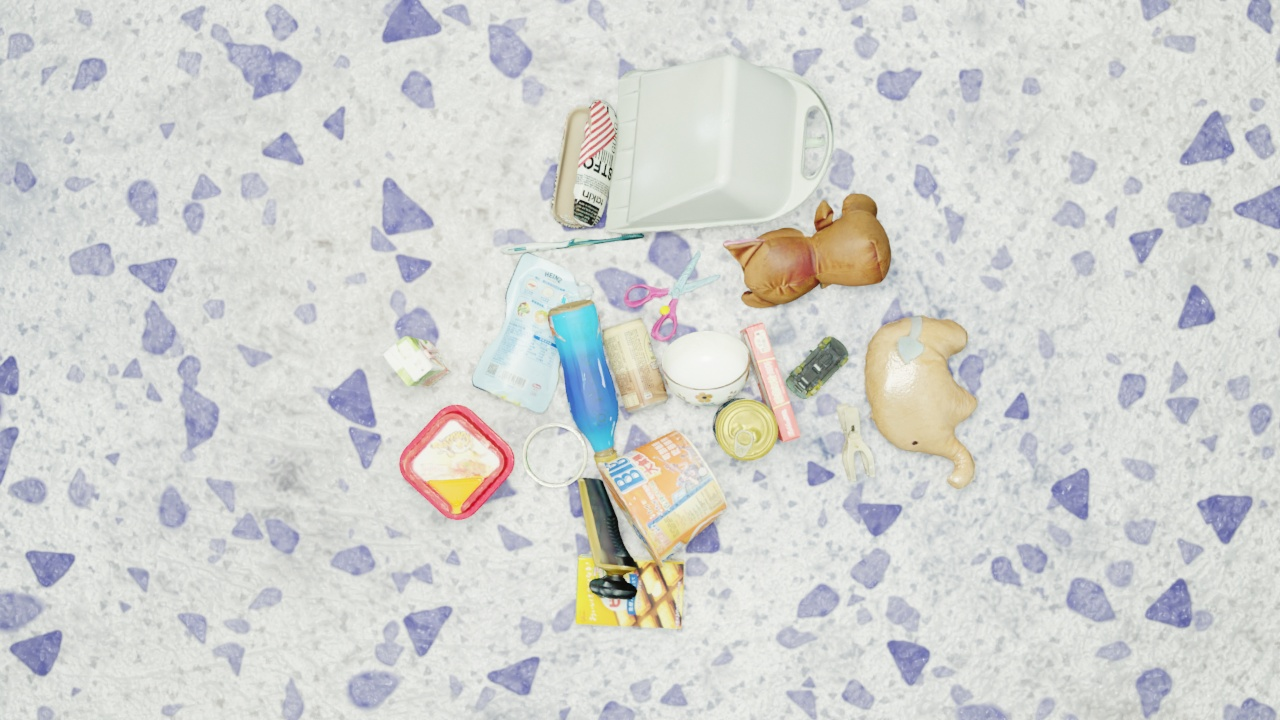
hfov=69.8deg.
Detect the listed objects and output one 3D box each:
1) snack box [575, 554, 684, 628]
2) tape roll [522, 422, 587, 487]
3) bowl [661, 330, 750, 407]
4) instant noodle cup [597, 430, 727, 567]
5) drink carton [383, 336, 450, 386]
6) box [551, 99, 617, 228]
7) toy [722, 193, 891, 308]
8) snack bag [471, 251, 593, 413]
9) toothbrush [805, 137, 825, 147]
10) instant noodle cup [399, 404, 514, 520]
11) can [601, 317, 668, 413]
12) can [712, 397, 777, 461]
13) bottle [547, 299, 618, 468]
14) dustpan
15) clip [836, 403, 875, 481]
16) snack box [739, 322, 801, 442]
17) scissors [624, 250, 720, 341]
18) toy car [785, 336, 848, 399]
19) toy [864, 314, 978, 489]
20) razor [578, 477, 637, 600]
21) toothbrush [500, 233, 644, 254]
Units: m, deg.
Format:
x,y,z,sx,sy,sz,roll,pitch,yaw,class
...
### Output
x,y,z,sx,sy,sz,roll,pitch,yaw,class
-0.014,0.301,1.198,0.140,0.034,0.087,3,88,2,snack box
-0.112,0.125,1.210,0.086,0.014,0.086,0,89,0,tape roll
0.085,0.020,1.178,0.113,0.113,0.062,-7,131,0,bowl
0.031,0.165,1.149,0.111,0.151,0.151,-31,89,-9,instant noodle cup
-0.279,0.002,1.158,0.045,0.122,0.053,-39,89,-2,drink carton
-0.077,-0.254,1.198,0.088,0.076,0.163,6,88,36,box
0.212,-0.136,1.165,0.200,0.130,0.140,-19,127,10,toy
-0.139,-0.036,1.201,0.110,0.039,0.191,22,88,-1,snack bag
0.150,-0.286,1.215,0.189,0.029,0.020,-2,131,-1,toothbrush
-0.223,0.124,1.155,0.116,0.124,0.116,43,90,1,instant noodle cup
-0.007,0.007,1.190,0.058,0.058,0.116,-18,89,0,can
0.130,0.085,1.163,0.075,0.111,0.075,0,89,2,can
-0.066,0.034,1.179,0.065,0.065,0.219,-12,102,0,bottle
0.100,-0.268,1.158,0.142,0.258,0.222,12,80,-40,dustpan
0.278,0.106,1.198,0.034,0.071,0.100,-15,95,1,clip
0.166,0.028,1.181,0.025,0.075,0.153,-18,89,0,snack box
0.038,-0.094,1.215,0.113,0.017,0.134,29,85,5,scissors
0.230,0.009,1.200,0.091,0.036,0.043,-45,88,0,toy car
0.362,0.055,1.179,0.143,0.082,0.226,-10,91,8,toy
-0.049,0.226,1.172,0.068,0.062,0.167,-27,65,23,razor
-0.091,-0.158,1.215,0.191,0.016,0.018,-6,79,0,toothbrush
